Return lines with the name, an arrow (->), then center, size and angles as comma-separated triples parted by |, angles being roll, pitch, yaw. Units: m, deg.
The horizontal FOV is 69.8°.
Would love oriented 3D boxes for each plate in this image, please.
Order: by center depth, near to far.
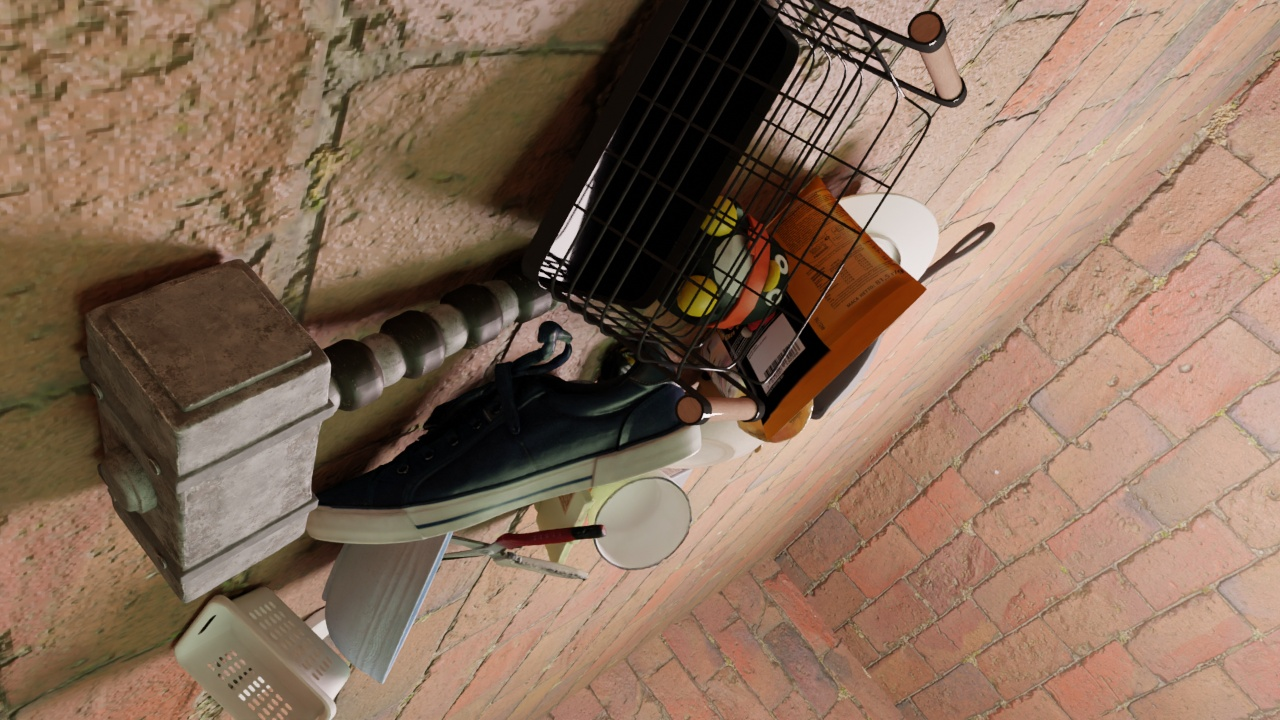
plate -> 0.199, -0.085, 0.916 | 0.208, 0.015, 0.209 | -11, 145, -8
plate -> 0.049, 0.089, 0.996 | 0.189, 0.027, 0.189 | 0, 156, 0

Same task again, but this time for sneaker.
sneaker -> -0.109, 0.047, 0.666 | 0.294, 0.127, 0.120 | -17, -172, -3

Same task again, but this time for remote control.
remote control -> -0.339, 0.282, 0.882 | 0.136, 0.013, 0.043 | -42, 161, 6

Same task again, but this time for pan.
pan -> 0.255, -0.038, 1.032 | 0.356, 0.024, 0.215 | -42, -157, 37

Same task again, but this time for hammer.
hammer -> -0.141, -0.005, 0.534 | 0.325, 0.079, 0.177 | -32, 160, -40

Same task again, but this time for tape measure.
tape measure -> -0.005, 0.005, 0.857 | 0.062, 0.038, 0.067 | -20, 151, -26

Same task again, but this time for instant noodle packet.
instant noodle packet -> 0.130, -0.054, 0.766 | 0.032, 0.220, 0.160 | 33, 110, -29

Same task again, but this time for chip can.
chip can -> 0.106, 0.011, 0.898 | 0.080, 0.080, 0.229 | -42, -169, 5

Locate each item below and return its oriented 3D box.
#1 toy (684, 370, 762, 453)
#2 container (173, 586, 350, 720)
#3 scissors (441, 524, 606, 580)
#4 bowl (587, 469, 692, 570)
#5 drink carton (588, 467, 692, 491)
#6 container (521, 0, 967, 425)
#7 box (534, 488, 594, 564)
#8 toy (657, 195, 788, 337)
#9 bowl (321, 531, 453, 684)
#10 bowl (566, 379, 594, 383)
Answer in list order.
toy -> 0.110, 0.043, 1.060 | 0.133, 0.108, 0.106 | -27, 145, -33
container -> -0.292, 0.240, 0.723 | 0.081, 0.129, 0.049 | -48, 178, 21
scissors -> -0.115, 0.199, 0.940 | 0.199, 0.015, 0.179 | -13, 146, 18
bowl -> -0.008, 0.166, 1.016 | 0.116, 0.065, 0.116 | -7, 113, -18
drink carton -> 0.001, 0.145, 1.124 | 0.124, 0.076, 0.049 | -15, 139, -55
container -> 0.063, -0.096, 0.540 | 0.241, 0.130, 0.162 | -59, 157, 12
box -> -0.077, 0.132, 0.971 | 0.189, 0.064, 0.130 | 113, -10, -55
toy -> 0.067, -0.068, 0.709 | 0.119, 0.100, 0.097 | 15, 88, -31
bowl -> -0.213, 0.180, 0.758 | 0.150, 0.075, 0.150 | -158, -87, -85
bowl -> -0.074, 0.054, 0.798 | 0.114, 0.060, 0.114 | -34, 159, -16
